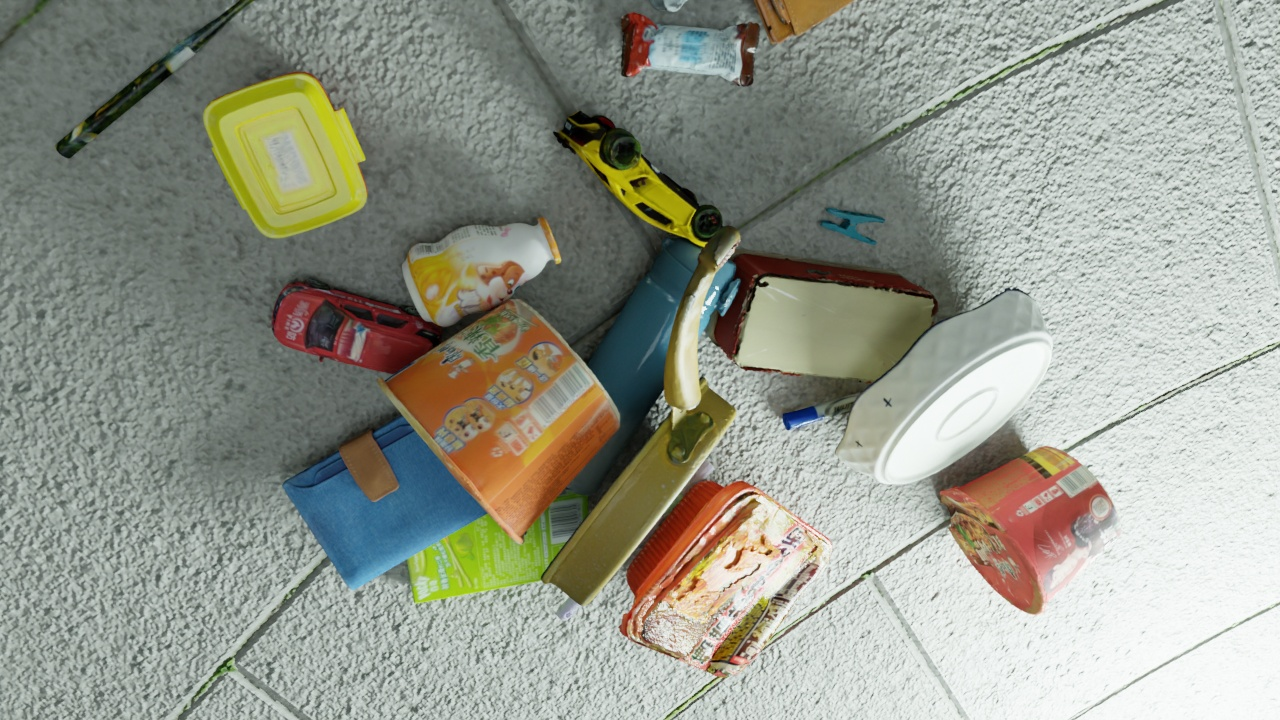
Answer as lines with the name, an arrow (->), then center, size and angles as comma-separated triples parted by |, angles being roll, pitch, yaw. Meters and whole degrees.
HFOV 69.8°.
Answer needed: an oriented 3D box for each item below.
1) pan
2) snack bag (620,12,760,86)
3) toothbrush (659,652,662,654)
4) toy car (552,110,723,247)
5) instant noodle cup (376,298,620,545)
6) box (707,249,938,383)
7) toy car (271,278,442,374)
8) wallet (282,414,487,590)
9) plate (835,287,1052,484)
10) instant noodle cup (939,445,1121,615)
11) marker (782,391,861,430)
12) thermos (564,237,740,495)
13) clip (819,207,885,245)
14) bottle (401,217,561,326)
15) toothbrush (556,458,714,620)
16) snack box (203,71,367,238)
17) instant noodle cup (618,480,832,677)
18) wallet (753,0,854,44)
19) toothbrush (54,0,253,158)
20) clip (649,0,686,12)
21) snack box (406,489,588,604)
pan -> 0.014, 0.046, 0.643 | 0.078, 0.197, 0.359 | 38, 140, 5
snack bag -> 0.035, -0.220, 0.649 | 0.105, 0.026, 0.045 | -1, 106, -16
toothbrush -> 0.038, 0.200, 0.857 | 0.016, 0.018, 0.192 | 3, 113, -18
toy car -> 0.006, -0.125, 0.661 | 0.155, 0.071, 0.041 | 34, 100, -27
instant noodle cup -> -0.092, 0.036, 0.644 | 0.111, 0.151, 0.151 | -41, 120, -11
box -> 0.150, -0.029, 0.744 | 0.168, 0.078, 0.091 | 6, 112, -18
toy car -> -0.205, -0.021, 0.667 | 0.120, 0.045, 0.053 | 16, 108, -20
wallet -> -0.195, 0.104, 0.719 | 0.133, 0.040, 0.106 | -29, 100, -4
plate -> 0.261, 0.032, 0.771 | 0.204, 0.045, 0.205 | -24, 147, -17
instant noodle cup -> 0.374, 0.155, 0.870 | 0.108, 0.138, 0.138 | -31, 119, -7
marker -> 0.198, 0.036, 0.824 | 0.145, 0.017, 0.017 | -15, 118, -9
thermos -> -0.004, 0.004, 0.723 | 0.070, 0.070, 0.221 | 27, 105, -25
clip -> 0.173, -0.110, 0.748 | 0.056, 0.014, 0.041 | 9, 111, -19
bottle -> -0.113, -0.068, 0.659 | 0.108, 0.063, 0.063 | -22, 119, -5
toothbrush -> -0.006, 0.156, 0.803 | 0.189, 0.021, 0.029 | -46, 124, -2
snack box -> -0.221, -0.136, 0.586 | 0.082, 0.080, 0.091 | -20, 118, -5
instant noodle cup -> 0.067, 0.183, 0.801 | 0.164, 0.079, 0.188 | -50, 134, 1
wallet -> 0.111, -0.301, 0.629 | 0.108, 0.031, 0.132 | -34, 119, -2
toothbrush -> -0.295, -0.187, 0.576 | 0.186, 0.017, 0.012 | -37, 122, 4
clip -> 0.032, -0.263, 0.636 | 0.056, 0.028, 0.024 | -43, 121, -4
snack box -> -0.121, 0.155, 0.785 | 0.156, 0.026, 0.086 | -8, 117, -12
